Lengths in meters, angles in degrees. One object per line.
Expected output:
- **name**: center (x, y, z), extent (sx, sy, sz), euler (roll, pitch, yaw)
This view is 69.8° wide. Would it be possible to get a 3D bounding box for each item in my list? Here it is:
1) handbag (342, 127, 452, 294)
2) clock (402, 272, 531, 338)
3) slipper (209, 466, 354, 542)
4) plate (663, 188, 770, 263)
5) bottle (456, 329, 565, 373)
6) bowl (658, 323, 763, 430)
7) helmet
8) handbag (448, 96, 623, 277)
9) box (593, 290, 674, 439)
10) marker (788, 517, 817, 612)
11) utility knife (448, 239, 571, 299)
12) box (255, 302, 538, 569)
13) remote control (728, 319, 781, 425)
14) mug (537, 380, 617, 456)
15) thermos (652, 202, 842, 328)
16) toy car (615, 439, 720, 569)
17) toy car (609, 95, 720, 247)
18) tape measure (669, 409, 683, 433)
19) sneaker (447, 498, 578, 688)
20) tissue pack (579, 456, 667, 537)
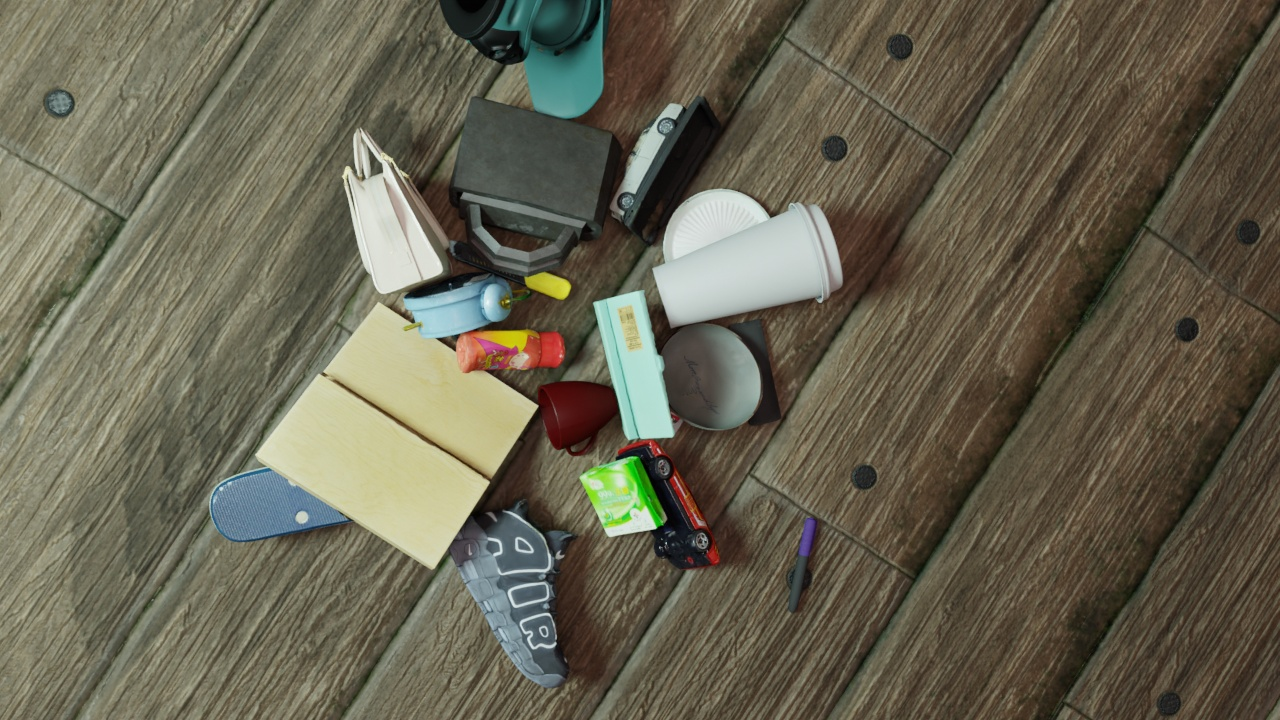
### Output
- **handbag**: center (-0.300, -0.183, 1.101), extent (0.101, 0.194, 0.198), euler (-20, 97, -6)
- **clock**: center (-0.218, -0.074, 1.155), extent (0.162, 0.118, 0.060), euler (-13, 104, 1)
- **slipper**: center (-0.390, 0.153, 1.172), extent (0.294, 0.060, 0.118), euler (-17, 95, -17)
- **plate**: center (0.108, -0.151, 1.235), extent (0.157, 0.014, 0.157), euler (0, 92, -5)
- **bottle**: center (-0.165, -0.013, 1.178), extent (0.134, 0.072, 0.048), euler (-2, 66, -24)
- **bowl**: center (0.082, 0.029, 1.206), extent (0.150, 0.057, 0.150), euler (8, 68, -20)
- **helmet**: center (-0.126, -0.448, 1.109), extent (0.177, 0.200, 0.274), euler (-10, 77, 38)
- **handbag**: center (-0.140, -0.202, 1.162), extent (0.197, 0.102, 0.199), euler (14, 75, -6)
- **box**: center (-0.014, 0.009, 1.170), extent (0.052, 0.139, 0.187), euler (-15, 93, -19)
- **marker**: center (0.223, 0.282, 1.263), extent (0.018, 0.015, 0.134), euler (11, 91, -34)
- **utility knife**: center (-0.174, -0.121, 1.205), extent (0.172, 0.020, 0.029), euler (21, 88, -7)
- **box**: center (-0.295, 0.089, 1.144), extent (0.247, 0.068, 0.252), euler (34, 59, -7)
- **remote control**: center (0.156, 0.016, 1.243), extent (0.045, 0.021, 0.140), euler (-13, 92, -6)
- **mug**: center (-0.077, 0.075, 1.200), extent (0.088, 0.087, 0.114), euler (-15, 122, -19)
- **thermos**: center (0.133, -0.113, 1.175), extent (0.222, 0.131, 0.131), euler (-17, 94, 2)
- **toy car**: center (0.036, 0.192, 1.210), extent (0.056, 0.082, 0.189), euler (-36, 99, -44)
- **toy car**: center (0.022, -0.254, 1.197), extent (0.071, 0.094, 0.191), euler (29, 91, 24)
- **tape measure**: center (0.032, 0.063, 1.231), extent (0.060, 0.020, 0.062), euler (26, 89, -11)
- **sneaker**: center (-0.133, 0.288, 1.190), extent (0.150, 0.097, 0.252), euler (-31, 90, -6)
- **tissue pack**: center (-0.022, 0.180, 1.194), extent (0.034, 0.114, 0.099), euler (-30, 96, -45)
